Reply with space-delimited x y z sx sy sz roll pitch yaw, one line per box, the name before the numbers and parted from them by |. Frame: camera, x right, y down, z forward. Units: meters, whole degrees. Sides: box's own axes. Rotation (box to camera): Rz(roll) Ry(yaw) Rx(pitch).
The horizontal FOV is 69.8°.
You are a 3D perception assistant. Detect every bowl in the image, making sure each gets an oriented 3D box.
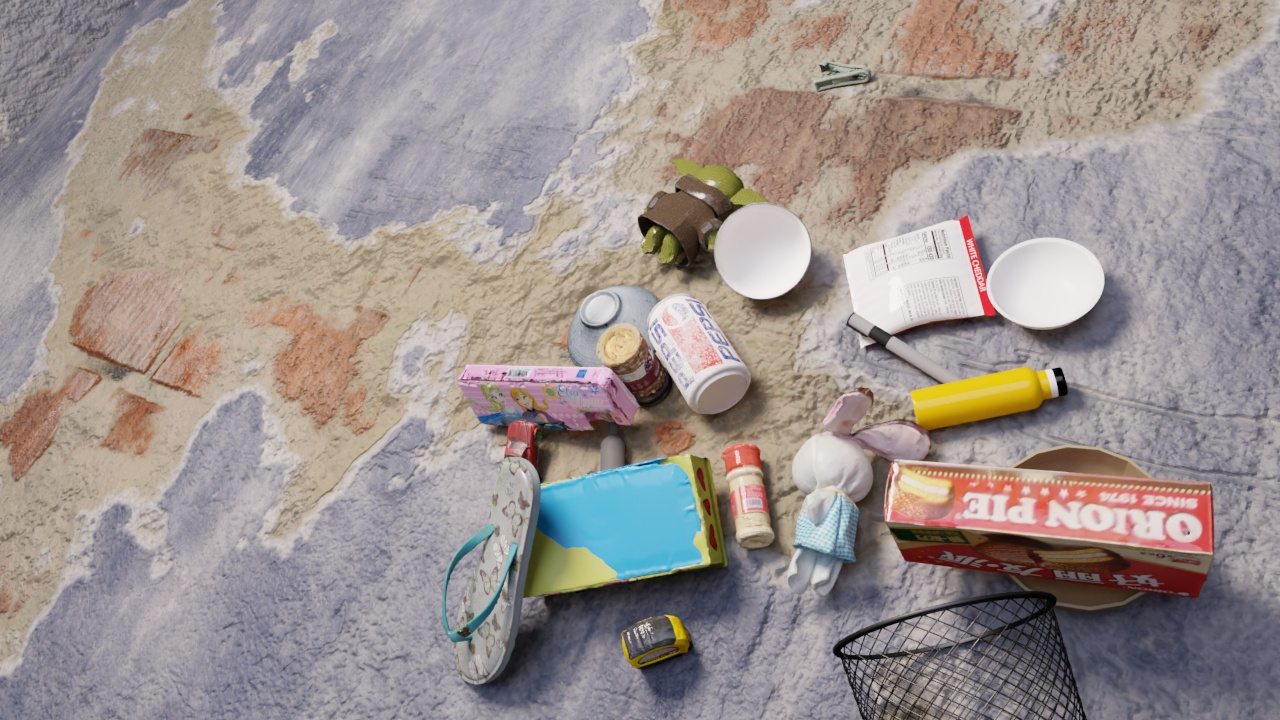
bowl | 0.147 -0.130 1.094 0.113 0.063 0.113 1 97 11
bowl | 0.393 0.155 0.824 0.152 0.050 0.152 -12 56 18
bowl | -0.041 -0.052 1.152 0.137 0.057 0.136 -12 56 18
bowl | 0.421 -0.071 0.957 0.110 0.040 0.109 -12 56 18

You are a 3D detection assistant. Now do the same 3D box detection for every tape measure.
tape measure | 0.014 0.279 0.917 0.066 0.064 0.037 -25 54 8

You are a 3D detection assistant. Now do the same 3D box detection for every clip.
clip | 0.273 -0.384 1.233 0.076 0.023 0.059 9 66 32

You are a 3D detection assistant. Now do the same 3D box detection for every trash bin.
trash bin | 0.269 0.311 0.714 0.184 0.184 0.209 -19 60 14

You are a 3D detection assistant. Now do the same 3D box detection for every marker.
marker | 0.283 -0.010 0.984 0.140 0.016 0.016 36 80 26

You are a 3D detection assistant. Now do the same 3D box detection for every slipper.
slipper | -0.159 0.228 0.948 0.098 0.054 0.269 35 114 44

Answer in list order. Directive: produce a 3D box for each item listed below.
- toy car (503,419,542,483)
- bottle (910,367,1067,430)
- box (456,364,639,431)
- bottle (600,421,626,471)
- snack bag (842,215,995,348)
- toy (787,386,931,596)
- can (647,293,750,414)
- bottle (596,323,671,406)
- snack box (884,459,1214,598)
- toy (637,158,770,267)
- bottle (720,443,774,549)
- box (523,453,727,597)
toy car | -0.143 0.116 1.096 0.042 0.036 0.091 2 84 29
bottle | 0.350 0.036 0.923 0.144 0.043 0.043 -14 56 17
box | -0.118 0.046 1.092 0.231 0.084 0.053 1 55 34
bottle | -0.031 0.113 1.063 0.030 0.030 0.112 -12 56 18
snack bag | 0.305 -0.089 1.022 0.144 0.039 0.130 -16 60 21
toy | 0.194 0.137 0.921 0.106 0.131 0.205 1 65 61
can | 0.065 -0.009 1.063 0.078 0.078 0.136 -32 52 3
bottle | -0.006 0.006 1.069 0.056 0.105 0.056 -12 56 18
snack box | 0.331 0.137 0.759 0.237 0.113 0.060 2 62 26
toy | 0.068 -0.185 1.170 0.152 0.078 0.179 -43 52 -15
bottle | 0.113 0.142 0.969 0.044 0.044 0.109 -16 56 15
box | -0.027 0.178 0.974 0.221 0.080 0.124 -15 76 14
